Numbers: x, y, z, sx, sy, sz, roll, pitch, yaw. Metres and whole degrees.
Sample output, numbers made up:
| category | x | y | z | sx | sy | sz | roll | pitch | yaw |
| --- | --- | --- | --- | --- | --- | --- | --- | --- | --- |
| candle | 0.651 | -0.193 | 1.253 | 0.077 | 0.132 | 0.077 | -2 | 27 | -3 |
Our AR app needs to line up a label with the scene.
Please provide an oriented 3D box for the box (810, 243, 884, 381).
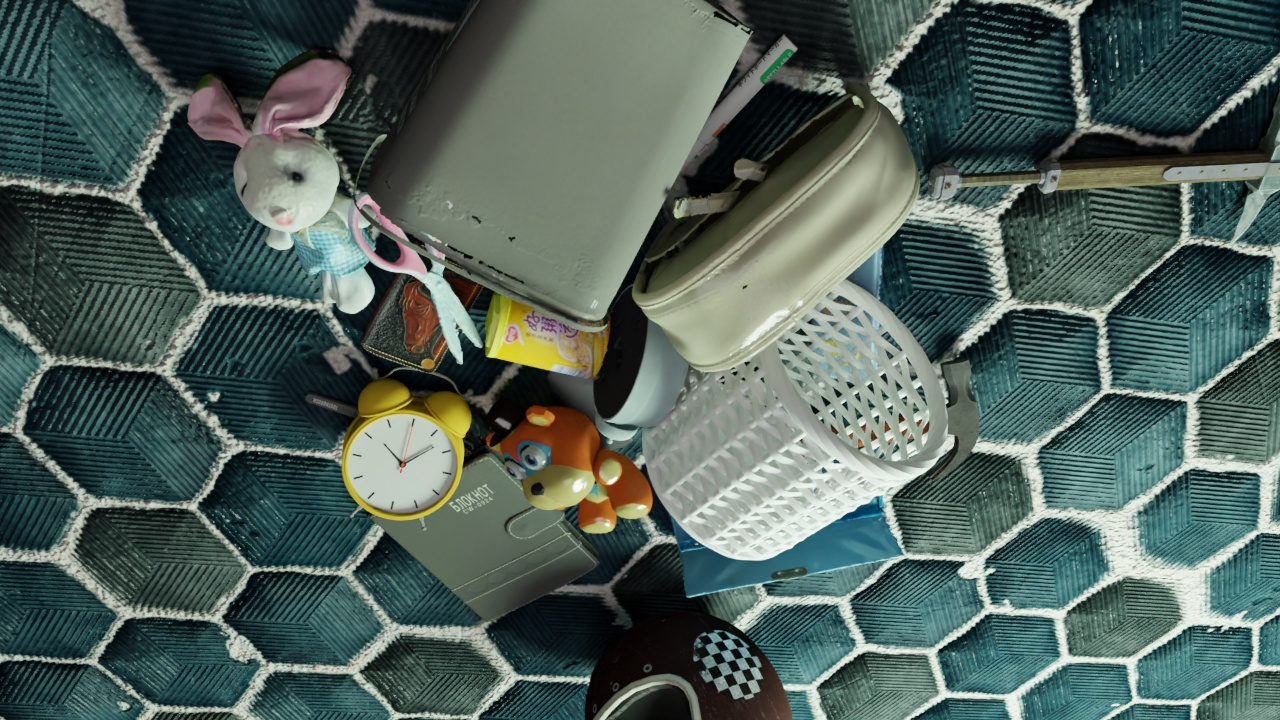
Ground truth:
| category | x | y | z | sx | sy | sz | roll | pitch | yaw |
| --- | --- | --- | --- | --- | --- | --- | --- | --- | --- |
| box | 0.185 | -0.066 | 0.813 | 0.069 | 0.063 | 0.210 | -7 | 126 | 1 |

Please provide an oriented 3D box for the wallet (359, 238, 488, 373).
| category | x | y | z | sx | sy | sz | roll | pitch | yaw |
| --- | --- | --- | --- | --- | --- | --- | --- | --- | --- |
| wallet | -0.191 | -0.048 | 0.812 | 0.072 | 0.019 | 0.123 | 22 | 121 | -25 |

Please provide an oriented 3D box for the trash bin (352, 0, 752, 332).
| category | x | y | z | sx | sy | sz | roll | pitch | yaw |
| --- | --- | --- | --- | --- | --- | --- | --- | --- | --- |
| trash bin | -0.055 | -0.179 | 0.635 | 0.197 | 0.197 | 0.220 | 26 | 113 | -21 |

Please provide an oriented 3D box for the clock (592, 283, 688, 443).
| category | x | y | z | sx | sy | sz | roll | pitch | yaw |
| --- | --- | --- | --- | --- | --- | --- | --- | --- | --- |
| clock | -0.005 | 0.005 | 0.811 | 0.045 | 0.122 | 0.160 | 13 | 137 | -20 |

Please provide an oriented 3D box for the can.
| category | x | y | z | sx | sy | sz | roll | pitch | yaw |
| --- | --- | --- | --- | --- | --- | --- | --- | --- | --- |
| can | -0.082 | -0.025 | 0.811 | 0.105 | 0.067 | 0.068 | 13 | 123 | -15 |

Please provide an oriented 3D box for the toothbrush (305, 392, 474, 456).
| category | x | y | z | sx | sy | sz | roll | pitch | yaw |
| --- | --- | --- | --- | --- | --- | --- | --- | --- | --- |
| toothbrush | -0.242 | 0.061 | 0.892 | 0.167 | 0.013 | 0.013 | 21 | 121 | -17 |

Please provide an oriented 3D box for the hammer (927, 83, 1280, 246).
| category | x | y | z | sx | sy | sz | roll | pitch | yaw |
| --- | --- | --- | --- | --- | --- | --- | --- | --- | --- |
| hammer | 0.402 | -0.158 | 0.790 | 0.317 | 0.028 | 0.147 | -3 | 125 | -3 |

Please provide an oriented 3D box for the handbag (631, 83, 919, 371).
| category | x | y | z | sx | sy | sz | roll | pitch | yaw |
| --- | --- | --- | --- | --- | --- | --- | --- | --- | --- |
| handbag | 0.088 | -0.123 | 0.690 | 0.229 | 0.183 | 0.132 | -32 | 118 | 18 |

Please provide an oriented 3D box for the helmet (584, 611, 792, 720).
| category | x | y | z | sx | sy | sz | roll | pitch | yaw |
| --- | --- | --- | --- | --- | --- | --- | --- | --- | --- |
| helmet | 0.050 | 0.417 | 1.029 | 0.233 | 0.253 | 0.234 | -9 | 136 | -31 |

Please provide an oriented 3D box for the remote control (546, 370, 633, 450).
| category | x | y | z | sx | sy | sz | roll | pitch | yaw |
| --- | --- | --- | --- | --- | --- | --- | --- | --- | --- |
| remote control | -0.050 | 0.044 | 0.900 | 0.046 | 0.009 | 0.124 | -22 | 125 | 10 |

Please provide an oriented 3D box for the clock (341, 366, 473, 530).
| category | x | y | z | sx | sy | sz | roll | pitch | yaw |
| --- | --- | --- | --- | --- | --- | --- | --- | --- | --- |
| clock | -0.221 | 0.080 | 0.866 | 0.113 | 0.052 | 0.152 | 14 | 101 | -15 |

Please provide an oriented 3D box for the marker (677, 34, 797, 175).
| category | x | y | z | sx | sy | sz | roll | pitch | yaw |
| --- | --- | --- | --- | --- | --- | --- | --- | --- | --- |
| marker | 0.067 | -0.198 | 0.732 | 0.017 | 0.017 | 0.146 | 34 | 116 | -26 |

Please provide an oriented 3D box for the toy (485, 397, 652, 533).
| category | x | y | z | sx | sy | sz | roll | pitch | yaw |
| --- | --- | --- | --- | --- | --- | --- | --- | --- | --- |
| toy | -0.073 | 0.098 | 0.884 | 0.176 | 0.096 | 0.112 | 47 | 137 | -8 |

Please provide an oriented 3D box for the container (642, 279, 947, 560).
| category | x | y | z | sx | sy | sz | roll | pitch | yaw |
| --- | --- | --- | --- | --- | --- | --- | --- | --- | --- |
| container | 0.126 | 0.052 | 0.788 | 0.189 | 0.188 | 0.187 | 23 | 138 | -21 |

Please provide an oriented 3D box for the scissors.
| category | x | y | z | sx | sy | sz | roll | pitch | yaw |
| --- | --- | --- | --- | --- | --- | --- | --- | --- | --- |
| scissors | -0.161 | -0.082 | 0.760 | 0.016 | 0.108 | 0.179 | 7 | 139 | 43 |

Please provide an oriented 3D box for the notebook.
| category | x | y | z | sx | sy | sz | roll | pitch | yaw |
| --- | --- | --- | --- | --- | --- | --- | --- | --- | --- |
| notebook | -0.161 | 0.190 | 0.986 | 0.170 | 0.029 | 0.209 | -28 | 125 | 15 |

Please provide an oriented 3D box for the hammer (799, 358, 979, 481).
| category | x | y | z | sx | sy | sz | roll | pitch | yaw |
| --- | --- | --- | --- | --- | --- | --- | --- | --- | --- |
| hammer | 0.185 | 0.082 | 0.924 | 0.301 | 0.028 | 0.111 | -11 | 95 | 9 |

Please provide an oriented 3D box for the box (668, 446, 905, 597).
| category | x | y | z | sx | sy | sz | roll | pitch | yaw |
| --- | --- | --- | --- | --- | --- | --- | --- | --- | --- |
| box | 0.148 | 0.174 | 0.954 | 0.231 | 0.110 | 0.094 | -10 | 127 | 1 |

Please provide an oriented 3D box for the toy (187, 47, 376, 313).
| category | x | y | z | sx | sy | sz | roll | pitch | yaw |
| --- | --- | --- | --- | --- | --- | --- | --- | --- | --- |
| toy | -0.265 | -0.117 | 0.704 | 0.131 | 0.105 | 0.206 | -9 | 125 | 4 |
